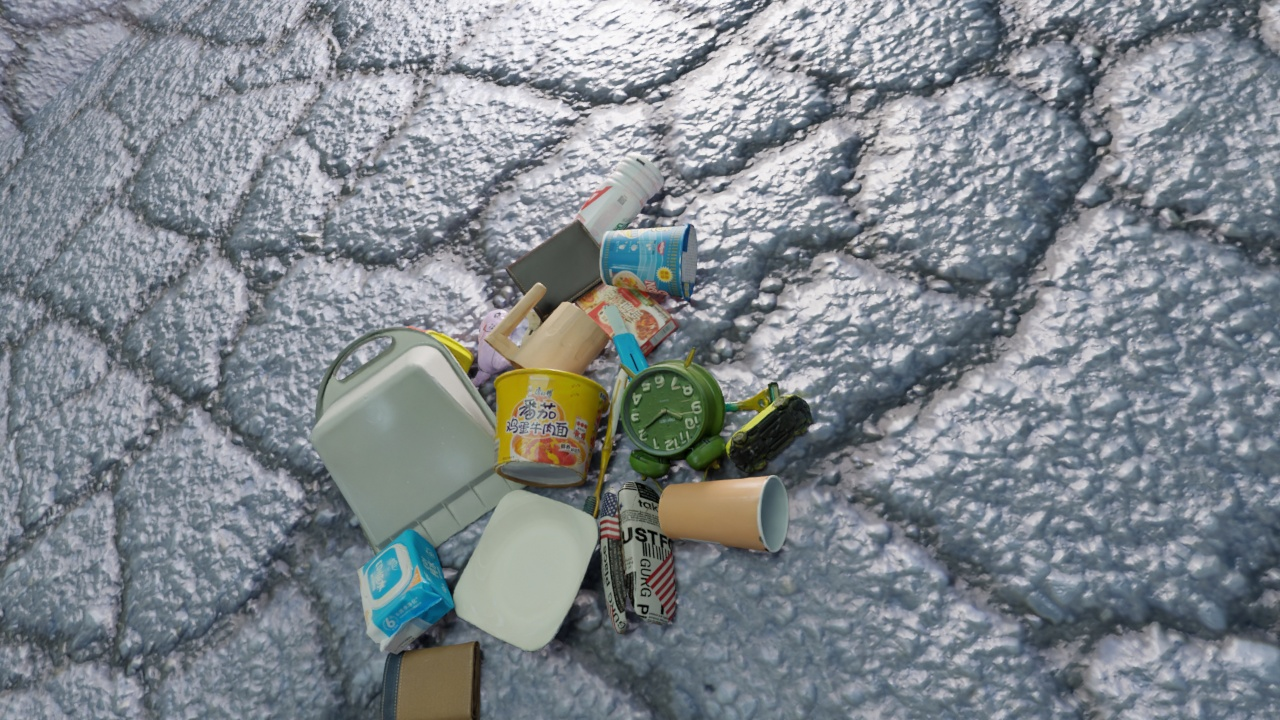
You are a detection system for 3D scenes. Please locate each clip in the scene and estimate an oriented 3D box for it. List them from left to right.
[{"bbox_3d":[-0.132,-0.048,1.249,0.035,0.082,0.104,-3,80,23],"label":"clip"}]

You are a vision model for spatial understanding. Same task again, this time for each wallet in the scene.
[{"bbox_3d":[-0.232,0.362,1.017,0.115,0.033,0.090,-14,56,17],"label":"wallet"},{"bbox_3d":[-0.105,-0.120,1.220,0.122,0.020,0.096,-36,77,-5],"label":"wallet"}]

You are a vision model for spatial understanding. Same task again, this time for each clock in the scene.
[{"bbox_3d":[0.036,0.073,1.037,0.116,0.056,0.161,-13,84,21],"label":"clock"}]

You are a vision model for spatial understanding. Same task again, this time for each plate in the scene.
[{"bbox_3d":[-0.123,0.236,1.034,0.164,0.034,0.163,13,69,39],"label":"plate"}]

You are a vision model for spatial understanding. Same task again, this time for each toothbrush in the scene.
[{"bbox_3d":[-0.041,0.096,1.086,0.016,0.018,0.191,-2,69,40],"label":"toothbrush"}]

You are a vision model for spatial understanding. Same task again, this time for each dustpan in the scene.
[{"bbox_3d":[-0.296,0.090,1.167,0.223,0.258,0.142,-34,14,2],"label":"dustpan"}]

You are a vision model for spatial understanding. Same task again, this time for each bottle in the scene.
[{"bbox_3d":[-0.052,-0.198,1.276,0.068,0.068,0.196,35,81,38],"label":"bottle"}]

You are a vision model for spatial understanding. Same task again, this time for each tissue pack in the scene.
[{"bbox_3d":[-0.276,0.265,1.064,0.090,0.063,0.140,-40,33,-1],"label":"tissue pack"}]

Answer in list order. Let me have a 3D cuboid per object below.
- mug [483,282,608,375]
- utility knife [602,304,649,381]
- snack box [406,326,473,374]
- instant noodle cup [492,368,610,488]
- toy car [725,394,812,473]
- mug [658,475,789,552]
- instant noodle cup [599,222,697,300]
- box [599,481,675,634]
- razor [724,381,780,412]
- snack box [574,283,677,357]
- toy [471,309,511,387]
[{"bbox_3d":[-0.118,-0.024,1.166,0.124,0.084,0.103,41,77,-1],"label":"mug"},{"bbox_3d":[-0.007,0.007,1.122,0.034,0.018,0.191,-28,64,7],"label":"utility knife"},{"bbox_3d":[-0.289,0.000,1.247,0.080,0.091,0.082,21,80,44],"label":"snack box"},{"bbox_3d":[-0.111,0.084,1.080,0.138,0.138,0.109,-6,65,23],"label":"instant noodle cup"},{"bbox_3d":[0.140,0.077,1.010,0.105,0.048,0.032,-40,24,-1],"label":"toy car"},{"bbox_3d":[0.085,0.161,0.966,0.123,0.078,0.078,-5,57,31],"label":"mug"},{"bbox_3d":[0.010,-0.128,1.163,0.110,0.099,0.099,4,60,16],"label":"instant noodle cup"},{"bbox_3d":[-0.017,0.214,0.995,0.088,0.076,0.162,-32,50,33],"label":"box"},{"bbox_3d":[0.096,0.054,1.057,0.133,0.028,0.043,-9,90,19],"label":"razor"},{"bbox_3d":[-0.024,-0.065,1.198,0.075,0.025,0.153,-41,50,-4],"label":"snack box"},{"bbox_3d":[-0.201,-0.021,1.251,0.084,0.039,0.107,-32,49,33],"label":"toy"}]
